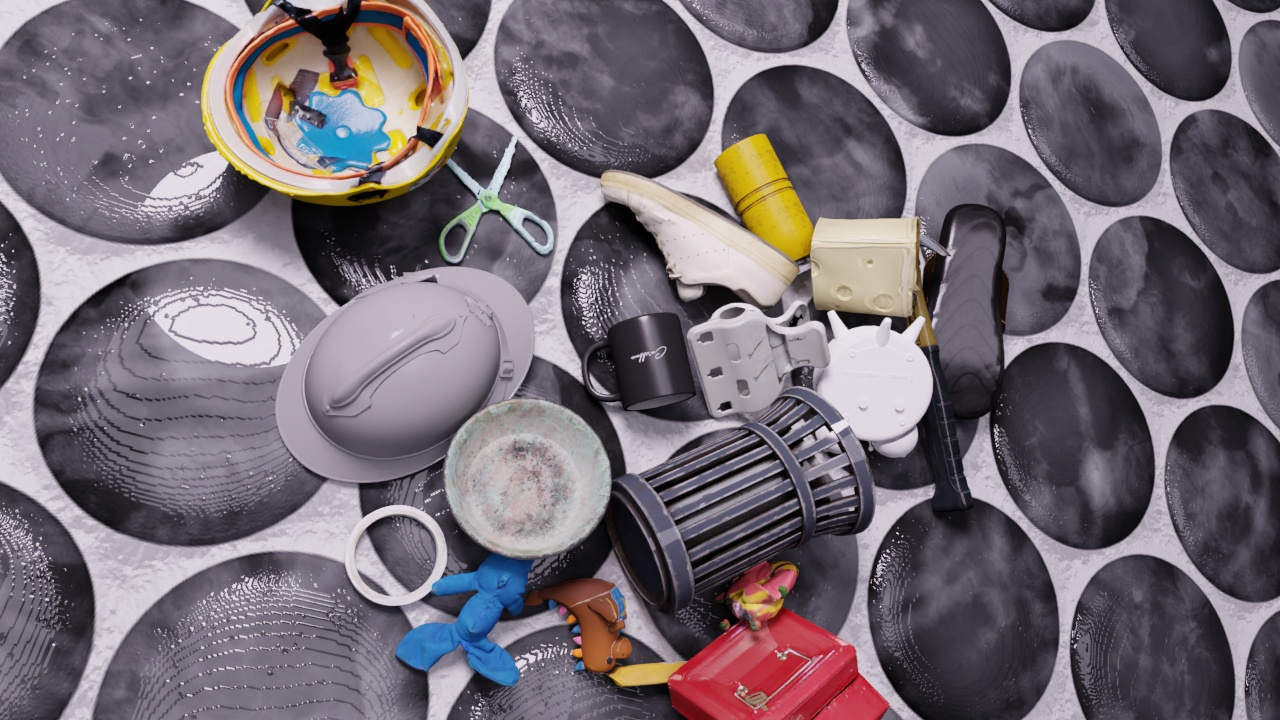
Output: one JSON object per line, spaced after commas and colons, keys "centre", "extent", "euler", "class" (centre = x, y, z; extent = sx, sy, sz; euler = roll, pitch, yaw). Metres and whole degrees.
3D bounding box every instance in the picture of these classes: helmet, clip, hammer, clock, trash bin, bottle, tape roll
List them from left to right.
{"centre": [-0.286, -0.240, 0.893], "extent": [0.239, 0.140, 0.209], "euler": [-27, 86, -12], "class": "helmet"}
{"centre": [-0.230, 0.183, 0.863], "extent": [0.093, 0.013, 0.093], "euler": [6, 73, -19], "class": "tape roll"}
{"centre": [-0.213, -0.004, 0.856], "extent": [0.270, 0.118, 0.183], "euler": [-37, 87, -20], "class": "helmet"}
{"centre": [0.091, 0.143, 0.918], "extent": [0.227, 0.164, 0.164], "euler": [-22, 84, -21], "class": "trash bin"}
{"centre": [0.128, -0.008, 0.991], "extent": [0.142, 0.072, 0.125], "euler": [-22, 126, -3], "class": "clip"}
{"centre": [0.153, -0.174, 1.073], "extent": [0.071, 0.071, 0.164], "euler": [-23, 84, -25], "class": "bottle"}
{"centre": [0.259, 0.029, 1.024], "extent": [0.125, 0.072, 0.161], "euler": [4, 99, 1], "class": "clock"}
{"centre": [0.339, 0.011, 1.082], "extent": [0.025, 0.118, 0.333], "euler": [-6, 83, -36], "class": "hammer"}

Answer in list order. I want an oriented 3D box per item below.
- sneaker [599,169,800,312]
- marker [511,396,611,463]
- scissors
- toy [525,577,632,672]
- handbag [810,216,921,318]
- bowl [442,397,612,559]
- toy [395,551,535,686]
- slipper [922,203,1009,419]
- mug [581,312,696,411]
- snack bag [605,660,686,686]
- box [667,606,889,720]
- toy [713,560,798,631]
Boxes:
{"centre": [0.052, -0.124, 1.022], "extent": [0.241, 0.088, 0.102], "euler": [30, 100, 4], "class": "sneaker"}
{"centre": [-0.092, 0.072, 0.944], "extent": [0.140, 0.016, 0.016], "euler": [34, 66, -9], "class": "marker"}
{"centre": [-0.161, -0.171, 0.988], "extent": [0.174, 0.022, 0.171], "euler": [25, 71, -7], "class": "scissors"}
{"centre": [-0.060, 0.259, 0.896], "extent": [0.103, 0.070, 0.090], "euler": [-1, 89, 2], "class": "toy"}
{"centre": [0.260, -0.106, 1.048], "extent": [0.119, 0.111, 0.081], "euler": [3, 31, 19], "class": "handbag"}
{"centre": [-0.108, 0.115, 0.870], "extent": [0.157, 0.039, 0.157], "euler": [6, 64, -12], "class": "bowl"}
{"centre": [-0.136, 0.226, 0.860], "extent": [0.113, 0.071, 0.176], "euler": [32, 67, 2], "class": "toy"}
{"centre": [0.401, -0.060, 1.136], "extent": [0.113, 0.076, 0.267], "euler": [5, 83, 6], "class": "slipper"}
{"centre": [-0.006, 0.006, 0.968], "extent": [0.113, 0.078, 0.088], "euler": [-13, 79, 3], "class": "mug"}
{"centre": [0.015, 0.312, 0.913], "extent": [0.099, 0.026, 0.020], "euler": [2, 74, -21], "class": "snack bag"}
{"centre": [0.143, 0.364, 0.898], "extent": [0.156, 0.154, 0.168], "euler": [-27, 114, -31], "class": "box"}
{"centre": [0.123, 0.235, 0.942], "extent": [0.103, 0.084, 0.046], "euler": [-35, 96, -46], "class": "toy"}
